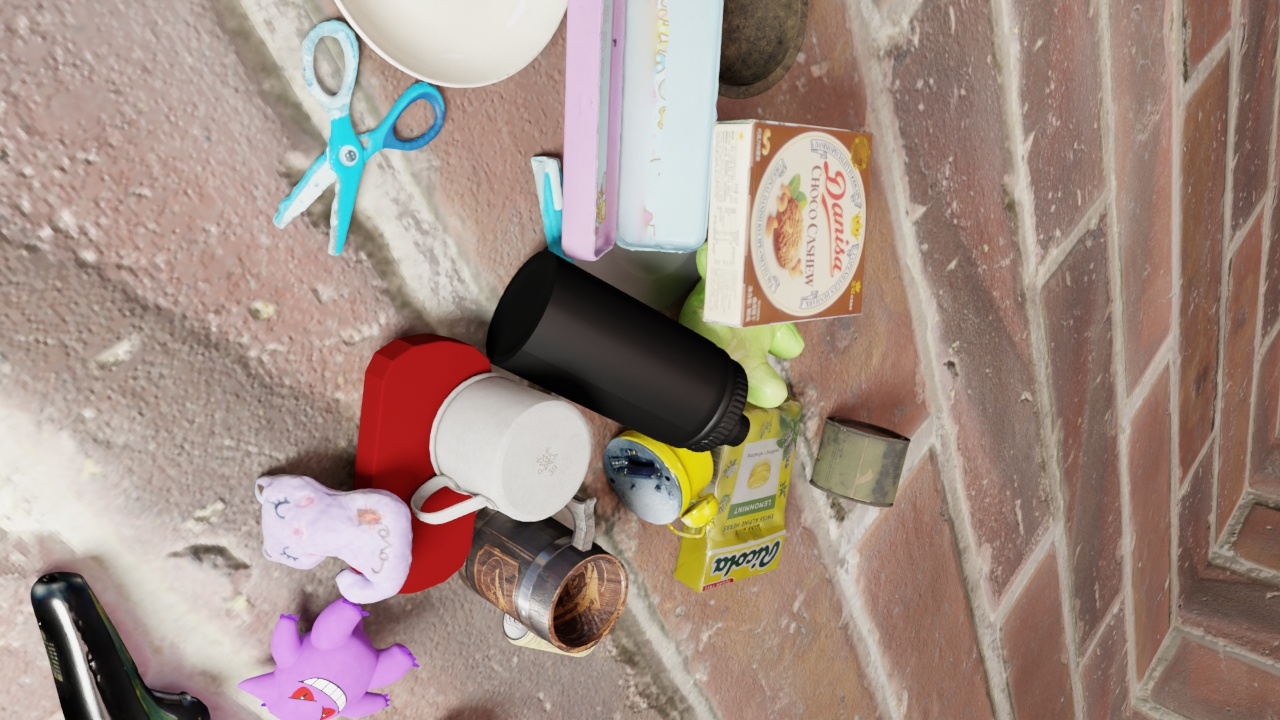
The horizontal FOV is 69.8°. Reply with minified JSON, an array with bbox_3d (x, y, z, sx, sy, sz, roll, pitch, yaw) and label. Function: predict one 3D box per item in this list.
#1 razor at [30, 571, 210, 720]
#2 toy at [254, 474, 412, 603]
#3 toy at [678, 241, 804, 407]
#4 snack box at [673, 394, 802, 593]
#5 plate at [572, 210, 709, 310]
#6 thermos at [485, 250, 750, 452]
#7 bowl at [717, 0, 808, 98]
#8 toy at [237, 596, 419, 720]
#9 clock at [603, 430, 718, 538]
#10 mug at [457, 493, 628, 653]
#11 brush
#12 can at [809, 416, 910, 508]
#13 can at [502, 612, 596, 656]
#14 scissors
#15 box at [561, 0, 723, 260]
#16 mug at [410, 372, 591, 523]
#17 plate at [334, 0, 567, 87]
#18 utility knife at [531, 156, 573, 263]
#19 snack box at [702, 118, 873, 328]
[{"bbox_3d":[-0.291,0.180,0.515,0.067,0.054,0.151,-33,119,-45],"label":"razor"},{"bbox_3d":[-0.188,0.109,0.560,0.036,0.100,0.080,-57,150,-72],"label":"toy"},{"bbox_3d":[0.102,-0.071,0.779,0.150,0.107,0.196,42,64,-30],"label":"toy"},{"bbox_3d":[0.099,0.122,0.877,0.121,0.045,0.181,-2,106,-45],"label":"snack box"},{"bbox_3d":[0.011,-0.122,0.728,0.178,0.012,0.178,-17,115,-40],"label":"plate"},{"bbox_3d":[-0.004,0.004,0.665,0.198,0.086,0.086,27,84,-29],"label":"thermos"},{"bbox_3d":[0.062,-0.262,0.695,0.121,0.056,0.121,-10,112,-28],"label":"bowl"},{"bbox_3d":[-0.206,0.201,0.598,0.088,0.056,0.106,-46,121,-19],"label":"toy"},{"bbox_3d":[0.019,0.100,0.761,0.057,0.083,0.119,-34,112,-40],"label":"clock"},{"bbox_3d":[-0.070,0.139,0.670,0.079,0.107,0.116,-9,110,-43],"label":"mug"},{"bbox_3d":[-0.151,0.067,0.613,0.082,0.042,0.173,-1,105,-44],"label":"brush"},{"bbox_3d":[0.231,0.105,0.969,0.089,0.090,0.074,8,98,-46],"label":"can"},{"bbox_3d":[-0.072,0.216,0.745,0.079,0.038,0.038,31,82,-46],"label":"can"},{"bbox_3d":[-0.166,-0.126,0.555,0.117,0.013,0.140,1,101,-46],"label":"scissors"},{"bbox_3d":[0.004,-0.173,0.621,0.090,0.091,0.214,-55,150,-69],"label":"box"},{"bbox_3d":[-0.092,0.066,0.588,0.113,0.071,0.084,-48,132,-24],"label":"mug"},{"bbox_3d":[-0.116,-0.256,0.540,0.181,0.034,0.182,-17,115,-40],"label":"plate"},{"bbox_3d":[-0.059,-0.067,0.675,0.022,0.015,0.167,-23,118,-37],"label":"utility knife"},{"bbox_3d":[0.113,-0.102,0.687,0.146,0.041,0.143,-8,104,-41],"label":"snack box"}]
